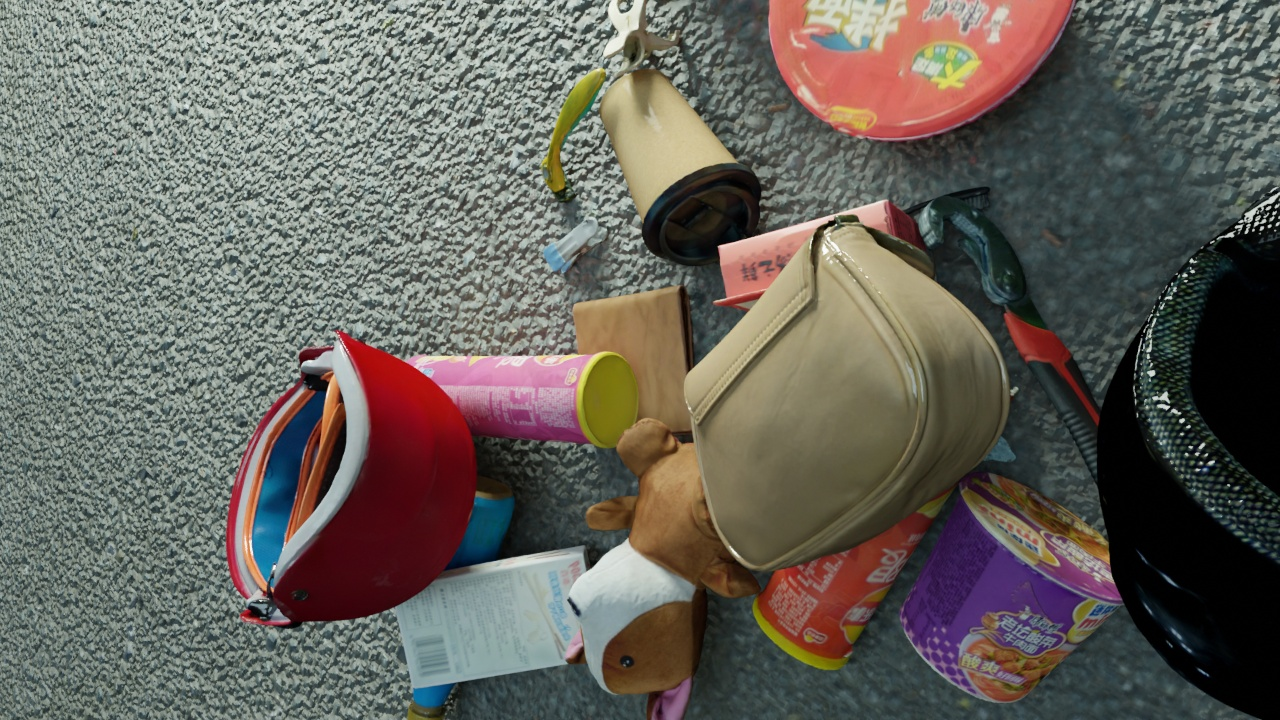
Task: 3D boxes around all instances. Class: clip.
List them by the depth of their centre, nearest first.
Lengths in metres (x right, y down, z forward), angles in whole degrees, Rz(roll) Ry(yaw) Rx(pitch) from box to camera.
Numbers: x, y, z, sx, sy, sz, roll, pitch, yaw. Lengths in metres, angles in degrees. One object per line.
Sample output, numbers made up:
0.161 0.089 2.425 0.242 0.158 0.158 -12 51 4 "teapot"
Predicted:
-0.009 -0.255 0.686 0.035 0.103 0.092 -14 101 30 "clip"
-0.052 -0.097 0.756 0.058 0.038 0.026 -37 68 25 "clip"

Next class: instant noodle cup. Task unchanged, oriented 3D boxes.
0.214 0.138 0.540 0.111 0.111 0.099 36 114 27 "instant noodle cup"
0.185 -0.233 0.597 0.194 0.065 0.194 -2 87 31 "instant noodle cup"

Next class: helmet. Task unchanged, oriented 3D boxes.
0.343 0.053 0.400 0.275 0.231 0.232 5 53 2 "helmet"
-0.213 0.100 0.698 0.241 0.143 0.206 -22 56 50 "helmet"

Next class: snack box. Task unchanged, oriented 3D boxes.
0.119 -0.062 0.590 0.113 0.127 0.044 -12 81 28 "snack box"
-0.111 0.202 0.723 0.157 0.027 0.084 -11 94 4 "snack box"

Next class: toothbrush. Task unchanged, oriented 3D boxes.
0.148 -0.087 0.641 0.190 0.014 0.016 -15 103 29 "toothbrush"

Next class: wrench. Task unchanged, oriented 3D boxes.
0.254 0.014 0.557 0.273 0.056 0.016 62 151 13 "wrench"

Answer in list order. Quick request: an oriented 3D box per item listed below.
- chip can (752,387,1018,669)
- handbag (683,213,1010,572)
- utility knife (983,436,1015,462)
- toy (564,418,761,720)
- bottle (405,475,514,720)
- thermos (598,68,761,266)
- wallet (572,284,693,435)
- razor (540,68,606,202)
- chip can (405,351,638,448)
0.151 0.091 0.585 0.073 0.073 0.217 35 109 27 "chip can"
0.106 0.026 0.513 0.205 0.099 0.147 -51 53 49 "handbag"
0.151 0.052 0.628 0.197 0.020 0.031 2 93 31 "utility knife"
0.010 0.152 0.642 0.140 0.130 0.200 35 110 50 "toy"
-0.160 0.208 0.773 0.065 0.065 0.219 16 95 30 "bottle"
0.025 -0.144 0.677 0.093 0.093 0.143 -39 61 23 "thermos"
-0.004 0.004 0.722 0.101 0.020 0.115 -8 86 31 "wallet"
-0.054 -0.179 0.719 0.043 0.028 0.133 67 151 19 "razor"
-0.106 0.029 0.738 0.211 0.071 0.071 0 87 36 "chip can"
